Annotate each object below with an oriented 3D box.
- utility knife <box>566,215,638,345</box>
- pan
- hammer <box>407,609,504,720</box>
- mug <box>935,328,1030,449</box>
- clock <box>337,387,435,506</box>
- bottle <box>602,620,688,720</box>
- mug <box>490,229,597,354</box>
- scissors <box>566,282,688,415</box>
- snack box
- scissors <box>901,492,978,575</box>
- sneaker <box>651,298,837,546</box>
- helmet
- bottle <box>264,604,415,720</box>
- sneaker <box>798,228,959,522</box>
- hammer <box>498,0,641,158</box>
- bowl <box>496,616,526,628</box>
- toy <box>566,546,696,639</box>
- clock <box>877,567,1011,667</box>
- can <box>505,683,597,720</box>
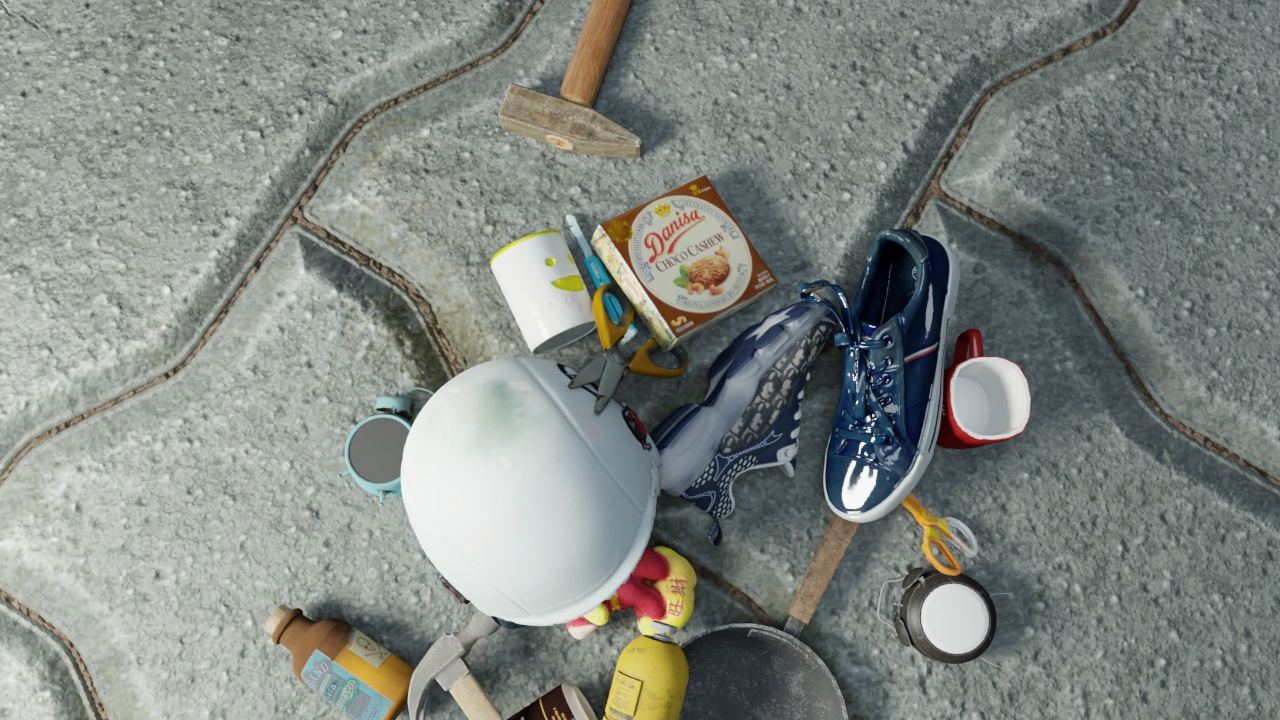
[{"bbox_3d":[-0.046,-0.090,0.996,0.022,0.015,0.158,-32,79,17],"label":"utility knife"},{"bbox_3d":[0.138,0.296,0.918,0.207,0.040,0.356,28,80,5],"label":"pan"},{"bbox_3d":[-0.093,0.387,0.830,0.119,0.031,0.331,-40,70,-8],"label":"hammer"},{"bbox_3d":[0.336,0.029,0.934,0.080,0.096,0.116,-1,80,-1],"label":"mug"},{"bbox_3d":[-0.251,0.083,0.946,0.090,0.053,0.124,33,79,5],"label":"clock"},{"bbox_3d":[0.002,0.329,0.859,0.071,0.071,0.163,15,81,2],"label":"bottle"},{"bbox_3d":[-0.098,-0.070,0.958,0.082,0.082,0.106,-25,83,-4],"label":"mug"},{"bbox_3d":[-0.010,0.002,0.896,0.166,0.224,0.016,37,119,-16],"label":"scissors"},{"bbox_3d":[0.046,-0.104,0.962,0.143,0.041,0.147,-29,80,-25],"label":"snack box"},{"bbox_3d":[0.298,0.157,0.948,0.083,0.012,0.133,-12,60,-36],"label":"scissors"},{"bbox_3d":[0.123,0.058,0.941,0.132,0.103,0.269,44,83,-8],"label":"sneaker"},{"bbox_3d":[-0.115,0.102,0.840,0.236,0.164,0.264,-40,42,0],"label":"helmet"},{"bbox_3d":[-0.298,0.295,0.902,0.157,0.068,0.067,32,82,5],"label":"bottle"},{"bbox_3d":[0.219,0.010,0.885,0.121,0.127,0.294,13,91,42],"label":"sneaker"},{"bbox_3d":[-0.034,-0.377,1.033,0.158,0.037,0.300,18,81,3],"label":"hammer"},{"bbox_3d":[-0.124,0.216,0.922,0.110,0.055,0.110,0,81,-1],"label":"bowl"},{"bbox_3d":[-0.010,0.228,0.918,0.137,0.067,0.105,-7,83,-9],"label":"toy"},{"bbox_3d":[0.304,0.256,0.922,0.123,0.044,0.091,13,80,2],"label":"clock"},{"bbox_3d":[-0.105,0.374,0.886,0.128,0.072,0.072,-32,82,-5],"label":"can"}]
